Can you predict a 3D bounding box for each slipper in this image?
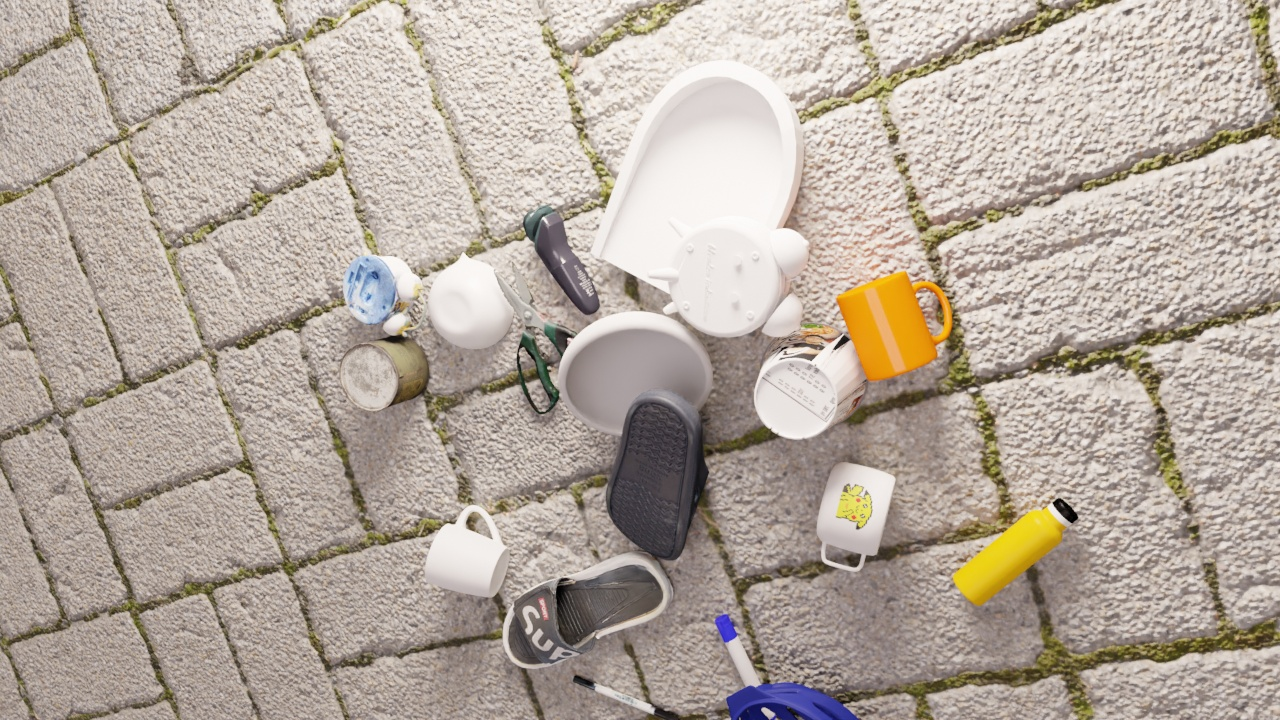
[{"bbox_3d":[0.026,0.125,1.083,0.111,0.083,0.269,23,133,18],"label":"slipper"},{"bbox_3d":[-0.083,0.328,1.183,0.264,0.063,0.111,-27,91,20],"label":"slipper"}]

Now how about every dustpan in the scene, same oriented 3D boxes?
[{"bbox_3d":[0.069,-0.194,1.009,0.191,0.053,0.258,29,104,15],"label":"dustpan"}]

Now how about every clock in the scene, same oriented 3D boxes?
[{"bbox_3d":[0.094,-0.087,0.975,0.161,0.072,0.125,10,109,23],"label":"clock"},{"bbox_3d":[-0.325,-0.084,1.179,0.125,0.051,0.089,35,113,20],"label":"clock"}]

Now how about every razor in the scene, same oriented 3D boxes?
[{"bbox_3d":[-0.092,-0.119,1.104,0.052,0.047,0.143,-30,93,47],"label":"razor"}]

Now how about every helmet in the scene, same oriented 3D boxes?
[{"bbox_3d":[0.179,0.480,1.030,0.148,0.227,0.241,-40,89,30],"label":"helmet"}]

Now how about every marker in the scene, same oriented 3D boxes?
[{"bbox_3d":[-0.020,0.447,1.211,0.152,0.011,0.011,16,106,17],"label":"marker"},{"bbox_3d":[0.130,0.383,1.138,0.020,0.020,0.141,-24,92,22],"label":"marker"}]

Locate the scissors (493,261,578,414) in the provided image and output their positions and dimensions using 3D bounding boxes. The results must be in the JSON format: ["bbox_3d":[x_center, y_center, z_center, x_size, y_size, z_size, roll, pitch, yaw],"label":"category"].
[{"bbox_3d":[-0.138,-0.022,1.140,0.138,0.015,0.209,-36,93,32],"label":"scissors"}]

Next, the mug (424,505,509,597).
[{"bbox_3d":[-0.221,0.252,1.214,0.088,0.081,0.114,15,75,10],"label":"mug"}]

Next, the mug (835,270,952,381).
[{"bbox_3d":[0.277,-0.043,0.975,0.112,0.077,0.096,-22,93,-6],"label":"mug"}]

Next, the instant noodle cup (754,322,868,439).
[{"bbox_3d":[0.178,0.029,0.993,0.124,0.121,0.124,4,102,19],"label":"instant noodle cup"}]

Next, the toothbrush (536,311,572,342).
[{"bbox_3d":[-0.095,-0.025,1.137,0.135,0.016,0.022,38,120,9],"label":"toothbrush"}]

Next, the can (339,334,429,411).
[{"bbox_3d":[-0.334,0.016,1.200,0.090,0.074,0.090,4,101,20],"label":"can"}]

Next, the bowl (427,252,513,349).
[{"bbox_3d":[-0.222,-0.067,1.155,0.115,0.050,0.115,4,102,19],"label":"bowl"}]

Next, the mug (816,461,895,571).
[{"bbox_3d":[0.235,0.173,1.013,0.068,0.094,0.115,14,83,18],"label":"mug"}]

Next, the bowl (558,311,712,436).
[{"bbox_3d":[-0.006,0.006,1.067,0.176,0.066,0.177,-1,131,-1],"label":"bowl"}]

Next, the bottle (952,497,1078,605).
[{"bbox_3d":[0.406,0.205,0.990,0.043,0.043,0.144,44,112,6],"label":"bottle"}]
